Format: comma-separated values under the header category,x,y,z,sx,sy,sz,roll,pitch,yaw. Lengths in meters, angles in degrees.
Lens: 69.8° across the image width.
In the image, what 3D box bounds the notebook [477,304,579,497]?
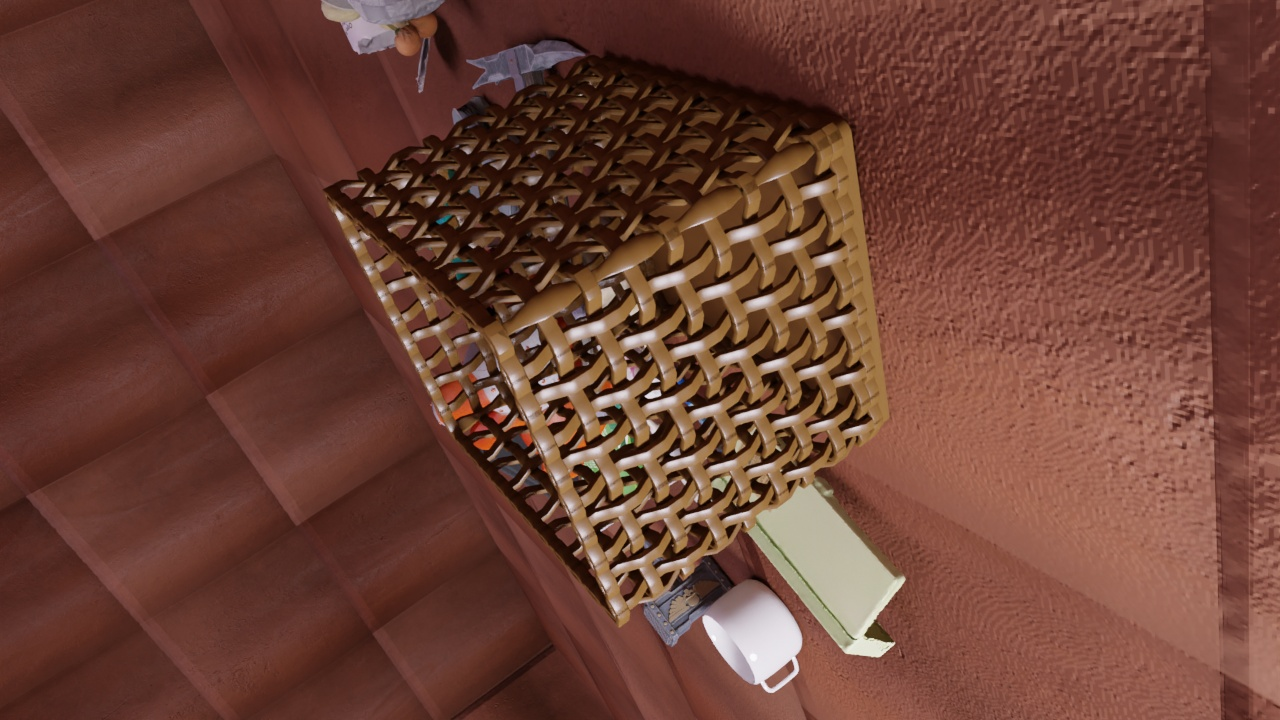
category,x,y,z,sx,sy,sz,roll,pitch,yaw
notebook,-0.117,0.052,0.978,0.231,0.019,0.169,49,-148,-62

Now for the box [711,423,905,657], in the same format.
category,x,y,z,sx,sy,sz,roll,pitch,yaw
box,0.125,0.141,0.724,0.188,0.061,0.134,51,159,37

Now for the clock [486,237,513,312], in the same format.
category,x,y,z,sx,sy,sz,roll,pitch,yaw
clock,-0.140,-0.095,1.014,0.087,0.044,0.125,40,131,48

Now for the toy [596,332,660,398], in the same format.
category,x,y,z,sx,sy,sz,roll,pitch,yaw
toy,-0.005,0.005,0.872,0.076,0.037,0.125,49,179,9

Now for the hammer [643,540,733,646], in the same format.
category,x,y,z,sx,sy,sz,roll,pitch,yaw
hammer,-0.024,0.186,1.119,0.322,0.098,0.044,50,160,22

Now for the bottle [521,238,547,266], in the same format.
category,x,y,z,sx,sy,sz,roll,pitch,yaw
bottle,-0.108,-0.105,0.933,0.174,0.055,0.055,50,160,24

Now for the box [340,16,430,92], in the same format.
category,x,y,z,sx,sy,sz,roll,pitch,yaw
box,-0.241,-0.329,0.873,0.081,0.091,0.160,1,115,64

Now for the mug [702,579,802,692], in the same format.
category,x,y,z,sx,sy,sz,roll,pitch,yaw
mug,0.125,0.294,0.971,0.115,0.068,0.094,59,161,-4

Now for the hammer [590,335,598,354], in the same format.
category,x,y,z,sx,sy,sz,roll,pitch,yaw
hammer,-0.116,-0.047,1.079,0.322,0.040,0.129,20,135,59

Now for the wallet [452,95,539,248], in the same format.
category,x,y,z,sx,sy,sz,roll,pitch,yaw
wallet,-0.136,-0.180,0.888,0.131,0.054,0.101,51,152,23

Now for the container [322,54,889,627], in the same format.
category,x,y,z,sx,sy,sz,roll,pitch,yaw
container,-0.019,-0.032,0.577,0.252,0.213,0.220,35,152,48

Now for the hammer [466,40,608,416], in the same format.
category,x,y,z,sx,sy,sz,roll,pitch,yaw
hammer,-0.060,-0.095,0.749,0.147,0.028,0.317,10,116,51

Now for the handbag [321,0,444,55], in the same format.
category,x,y,z,sx,sy,sz,roll,pitch,yaw
handbag,-0.211,-0.321,0.753,0.171,0.112,0.123,42,155,35

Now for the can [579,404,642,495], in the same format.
category,x,y,z,sx,sy,sz,roll,pitch,yaw
can,-0.046,0.076,1.022,0.083,0.083,0.144,31,148,53

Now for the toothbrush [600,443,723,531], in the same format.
category,x,y,z,sx,sy,sz,roll,pitch,yaw
toothbrush,0.016,0.101,0.755,0.010,0.181,0.010,3,121,61

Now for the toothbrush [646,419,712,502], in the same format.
category,x,y,z,sx,sy,sz,roll,pitch,yaw
toothbrush,0.029,0.087,0.897,0.024,0.022,0.185,-8,132,37

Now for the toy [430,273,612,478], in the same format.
category,x,y,z,sx,sy,sz,roll,pitch,yaw
toy,-0.093,0.022,0.841,0.093,0.163,0.172,11,153,44

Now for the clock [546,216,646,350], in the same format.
category,x,y,z,sx,sy,sz,roll,pitch,yaw
clock,-0.036,-0.067,0.813,0.141,0.054,0.093,58,161,3

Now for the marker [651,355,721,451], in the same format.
category,x,y,z,sx,sy,sz,roll,pitch,yaw
marker,0.054,0.049,0.840,0.142,0.013,0.013,56,162,4

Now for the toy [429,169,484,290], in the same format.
category,x,y,z,sx,sy,sz,roll,pitch,yaw
toy,-0.211,-0.154,1.043,0.131,0.072,0.193,113,146,-41
